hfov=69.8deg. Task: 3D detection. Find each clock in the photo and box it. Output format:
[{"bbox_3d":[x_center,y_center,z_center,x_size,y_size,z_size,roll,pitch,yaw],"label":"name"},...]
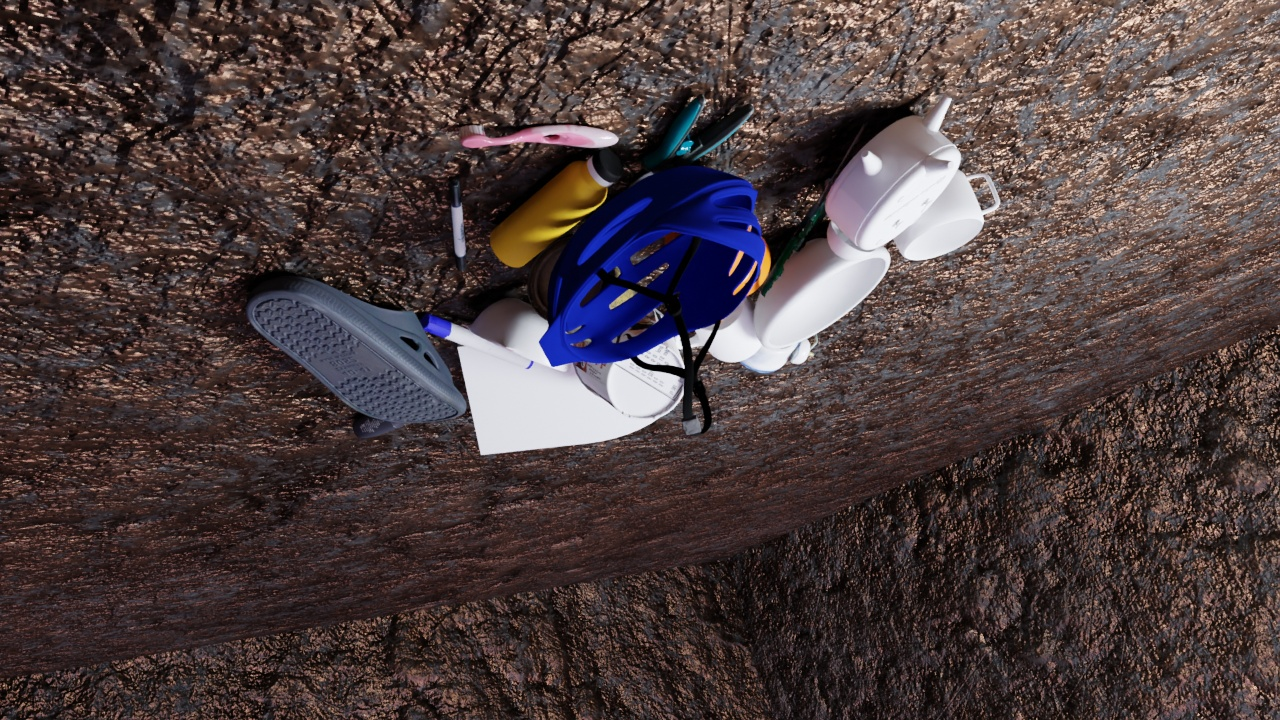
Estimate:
[{"bbox_3d":[0.244,-0.160,0.872,0.125,0.073,0.161,-35,161,-16],"label":"clock"},{"bbox_3d":[0.174,-0.034,1.197,0.125,0.088,0.052,-6,152,-24],"label":"clock"}]

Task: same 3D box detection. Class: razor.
[{"bbox_3d":[-0.312,0.069,1.174,0.143,0.047,0.052,-21,-176,21],"label":"razor"}]

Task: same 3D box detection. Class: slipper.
[{"bbox_3d":[-0.280,-0.018,0.929,0.111,0.083,0.268,-15,144,22],"label":"slipper"}]

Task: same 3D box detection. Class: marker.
[{"bbox_3d":[-0.178,-0.020,1.015,0.141,0.020,0.020,23,139,-40],"label":"marker"},{"bbox_3d":[-0.164,-0.119,0.825,0.011,0.011,0.152,-11,159,-13],"label":"marker"}]

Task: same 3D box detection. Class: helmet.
[{"bbox_3d":[0.033,-0.051,0.782,0.241,0.227,0.148,-31,145,-7],"label":"helmet"}]

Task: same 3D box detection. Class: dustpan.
[{"bbox_3d":[-0.083,0.022,1.141,0.257,0.053,0.192,-6,135,-4],"label":"dustpan"}]

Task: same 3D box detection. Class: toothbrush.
[{"bbox_3d":[-0.079,-0.178,0.728,0.134,0.016,0.022,-7,159,-28],"label":"toothbrush"}]

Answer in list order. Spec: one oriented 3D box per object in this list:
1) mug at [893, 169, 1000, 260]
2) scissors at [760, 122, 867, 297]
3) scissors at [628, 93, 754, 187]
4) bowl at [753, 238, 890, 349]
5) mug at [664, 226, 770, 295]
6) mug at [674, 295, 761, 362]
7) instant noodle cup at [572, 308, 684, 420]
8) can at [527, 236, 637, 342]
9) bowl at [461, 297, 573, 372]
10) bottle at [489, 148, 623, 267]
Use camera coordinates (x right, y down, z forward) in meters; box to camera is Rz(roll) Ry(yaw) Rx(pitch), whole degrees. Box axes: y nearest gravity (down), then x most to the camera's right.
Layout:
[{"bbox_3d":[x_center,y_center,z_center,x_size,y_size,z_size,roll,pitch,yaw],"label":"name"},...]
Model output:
[{"bbox_3d":[0.325,-0.163,0.990,0.116,0.068,0.094,-21,160,14],"label":"mug"},{"bbox_3d":[0.188,-0.164,0.928,0.136,0.015,0.210,-43,166,-50],"label":"scissors"},{"bbox_3d":[0.038,-0.184,0.791,0.126,0.019,0.154,-15,162,4],"label":"scissors"},{"bbox_3d":[0.199,-0.091,1.067,0.176,0.066,0.177,-28,160,-12],"label":"bowl"},{"bbox_3d":[0.076,-0.094,0.928,0.078,0.112,0.096,8,173,29],"label":"mug"},{"bbox_3d":[0.088,-0.044,1.113,0.114,0.080,0.087,-21,154,13],"label":"mug"},{"bbox_3d":[-0.006,0.006,1.012,0.123,0.124,0.121,-13,-162,-9],"label":"instant noodle cup"},{"bbox_3d":[-0.058,-0.070,0.918,0.090,0.089,0.074,-22,159,15],"label":"can"},{"bbox_3d":[-0.120,-0.033,0.983,0.114,0.050,0.114,23,-178,-1],"label":"bowl"},{"bbox_3d":[-0.073,-0.134,0.804,0.043,0.043,0.144,6,151,-47],"label":"bottle"}]
